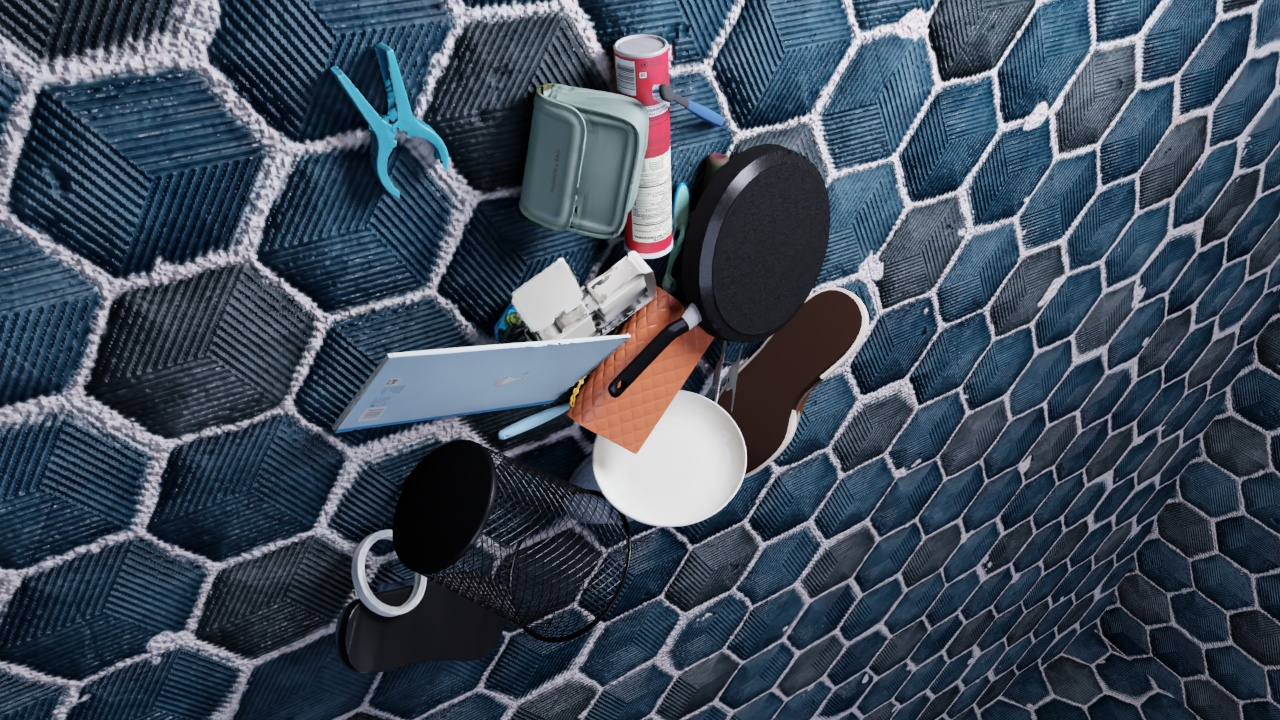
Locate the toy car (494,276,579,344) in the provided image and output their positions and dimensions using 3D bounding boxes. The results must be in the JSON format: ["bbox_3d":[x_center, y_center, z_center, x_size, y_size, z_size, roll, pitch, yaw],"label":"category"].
[{"bbox_3d":[-0.107,-0.056,0.935,0.105,0.032,0.048,-40,166,-19],"label":"toy car"}]

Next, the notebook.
[{"bbox_3d":[-0.157,0.022,0.908,0.252,0.009,0.182,-6,159,-37],"label":"notebook"}]

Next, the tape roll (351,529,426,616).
[{"bbox_3d":[-0.273,0.231,1.000,0.013,0.093,0.093,-23,150,32],"label":"tape roll"}]

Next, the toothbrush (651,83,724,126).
[{"bbox_3d":[0.049,-0.243,0.881,0.167,0.014,0.014,-11,100,-67],"label":"toothbrush"}]

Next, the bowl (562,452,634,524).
[{"bbox_3d":[-0.027,0.171,1.173,0.136,0.057,0.137,-22,134,-24],"label":"bowl"}]

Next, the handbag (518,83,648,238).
[{"bbox_3d":[-0.053,-0.179,0.838,0.106,0.067,0.122,13,123,0],"label":"handbag"}]

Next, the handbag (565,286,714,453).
[{"bbox_3d":[-0.006,0.006,1.043,0.109,0.060,0.172,33,90,-48],"label":"handbag"}]

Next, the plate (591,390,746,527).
[{"bbox_3d":[0.034,0.120,1.093,0.182,0.182,0.034,-30,150,-17],"label":"plate"}]

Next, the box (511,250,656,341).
[{"bbox_3d":[-0.055,-0.065,0.908,0.143,0.044,0.184,-37,167,-7],"label":"box"}]

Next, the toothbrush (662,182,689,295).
[{"bbox_3d":[0.039,-0.132,1.009,0.022,0.017,0.135,-14,131,-27],"label":"toothbrush"}]

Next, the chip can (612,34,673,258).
[{"bbox_3d":[0.004,-0.203,0.896,0.051,0.052,0.215,-24,135,-23],"label":"chip can"}]

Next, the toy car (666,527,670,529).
[{"bbox_3d":[0.044,0.148,1.161,0.055,0.153,0.056,35,114,-12],"label":"toy car"}]

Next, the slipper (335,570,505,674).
[{"bbox_3d":[-0.267,0.305,1.080,0.265,0.084,0.109,11,75,-58],"label":"slipper"}]

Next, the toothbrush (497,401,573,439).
[{"bbox_3d":[-0.094,0.059,1.057,0.154,0.016,0.022,-22,144,-25],"label":"toothbrush"}]

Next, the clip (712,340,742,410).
[{"bbox_3d":[0.116,0.019,1.160,0.059,0.052,0.101,67,34,-72],"label":"clip"}]

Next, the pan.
[{"bbox_3d":[0.093,-0.081,1.007,0.355,0.034,0.225,-46,135,-19],"label":"pan"}]

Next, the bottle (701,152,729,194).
[{"bbox_3d":[0.078,-0.174,1.001,0.025,0.025,0.106,-18,132,-28],"label":"bottle"}]

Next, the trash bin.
[{"bbox_3d":[-0.145,0.193,1.011,0.184,0.184,0.210,-49,133,4],"label":"trash bin"}]

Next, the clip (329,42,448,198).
[{"bbox_3d":[-0.218,-0.183,0.752,0.120,0.030,0.130,-41,140,3],"label":"clip"}]

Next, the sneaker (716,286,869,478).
[{"bbox_3d":[0.197,0.030,1.225,0.294,0.112,0.116,-57,158,13],"label":"sneaker"}]
